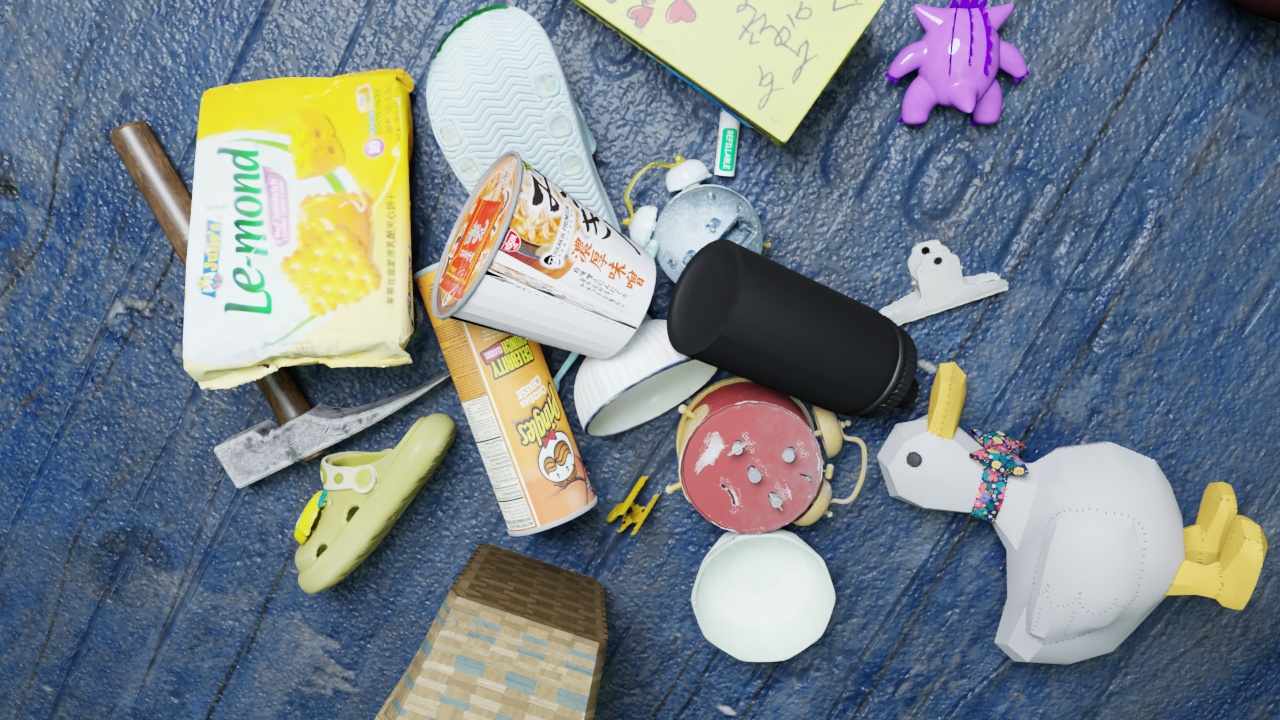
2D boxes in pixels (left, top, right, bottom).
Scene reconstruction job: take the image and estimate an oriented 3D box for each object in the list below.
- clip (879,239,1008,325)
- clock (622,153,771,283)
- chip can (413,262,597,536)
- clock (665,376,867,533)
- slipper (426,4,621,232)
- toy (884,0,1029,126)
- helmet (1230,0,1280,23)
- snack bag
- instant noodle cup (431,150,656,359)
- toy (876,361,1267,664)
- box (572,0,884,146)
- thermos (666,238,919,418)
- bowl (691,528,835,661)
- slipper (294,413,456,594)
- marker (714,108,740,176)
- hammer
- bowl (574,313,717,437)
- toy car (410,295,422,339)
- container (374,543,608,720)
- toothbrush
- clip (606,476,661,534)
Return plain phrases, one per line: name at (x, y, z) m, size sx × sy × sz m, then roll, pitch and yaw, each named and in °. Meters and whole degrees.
clip at (0.235, -0.068, 0.734) m, size 0.102 × 0.046 × 0.056 m, roll -18°, pitch 107°, yaw 6°
clock at (0.041, -0.105, 0.708) m, size 0.117 × 0.057 × 0.083 m, roll 40°, pitch 103°, yaw -8°
chip can at (-0.105, 0.023, 0.720) m, size 0.075 × 0.075 × 0.215 m, roll -19°, pitch 94°, yaw 7°
clock at (0.104, 0.082, 0.739) m, size 0.159 × 0.081 × 0.117 m, roll 8°, pitch 104°, yaw 0°
slipper at (-0.078, -0.143, 0.698) m, size 0.104 × 0.074 × 0.245 m, roll -20°, pitch 118°, yaw 10°
toy at (0.234, -0.219, 0.672) m, size 0.106 × 0.056 × 0.088 m, roll 0°, pitch 100°, yaw 1°
helmet at (0.439, -0.324, 0.535) m, size 0.234 × 0.252 × 0.233 m, roll -26°, pitch 97°, yaw 33°
snack bag at (-0.242, -0.102, 0.677) m, size 0.160 × 0.068 × 0.247 m, roll -4°, pitch 76°, yaw 4°
instant noodle cup at (-0.063, -0.063, 0.643) m, size 0.121 × 0.123 × 0.124 m, roll 24°, pitch 105°, yaw -26°
toy at (0.321, 0.129, 0.722) m, size 0.268 × 0.140 × 0.247 m, roll 6°, pitch 106°, yaw 18°
box at (0.047, -0.259, 0.642) m, size 0.221 × 0.081 × 0.124 m, roll 38°, pitch 103°, yaw 3°
thermos at (0.125, -0.014, 0.686) m, size 0.198 × 0.086 × 0.086 m, roll 20°, pitch 105°, yaw -29°
bowl at (0.101, 0.188, 0.777) m, size 0.117 × 0.061 × 0.117 m, roll 1°, pitch 105°, yaw 2°
slipper at (-0.232, 0.108, 0.757) m, size 0.081 × 0.091 × 0.191 m, roll 40°, pitch 99°, yaw -5°
marker at (0.072, -0.215, 0.699) m, size 0.017 × 0.017 × 0.145 m, roll 5°, pitch 105°, yaw 1°
hammer at (-0.303, -0.067, 0.742) m, size 0.218 × 0.037 × 0.300 m, roll -25°, pitch 101°, yaw 8°
bowl at (-0.004, 0.004, 0.718) m, size 0.118 × 0.118 × 0.062 m, roll -32°, pitch 73°, yaw 9°
toy car at (-0.211, -0.034, 0.712) m, size 0.090 × 0.027 × 0.038 m, roll -2°, pitch 91°, yaw 5°
container at (-0.112, 0.263, 0.709) m, size 0.157 × 0.250 × 0.186 m, roll 19°, pitch 88°, yaw -3°
toothbrush at (-0.037, -0.026, 0.725) m, size 0.016 × 0.016 × 0.181 m, roll 44°, pitch 120°, yaw 11°
clip at (-0.006, 0.130, 0.779) m, size 0.044 × 0.053 × 0.050 m, roll 19°, pitch 129°, yaw 14°
